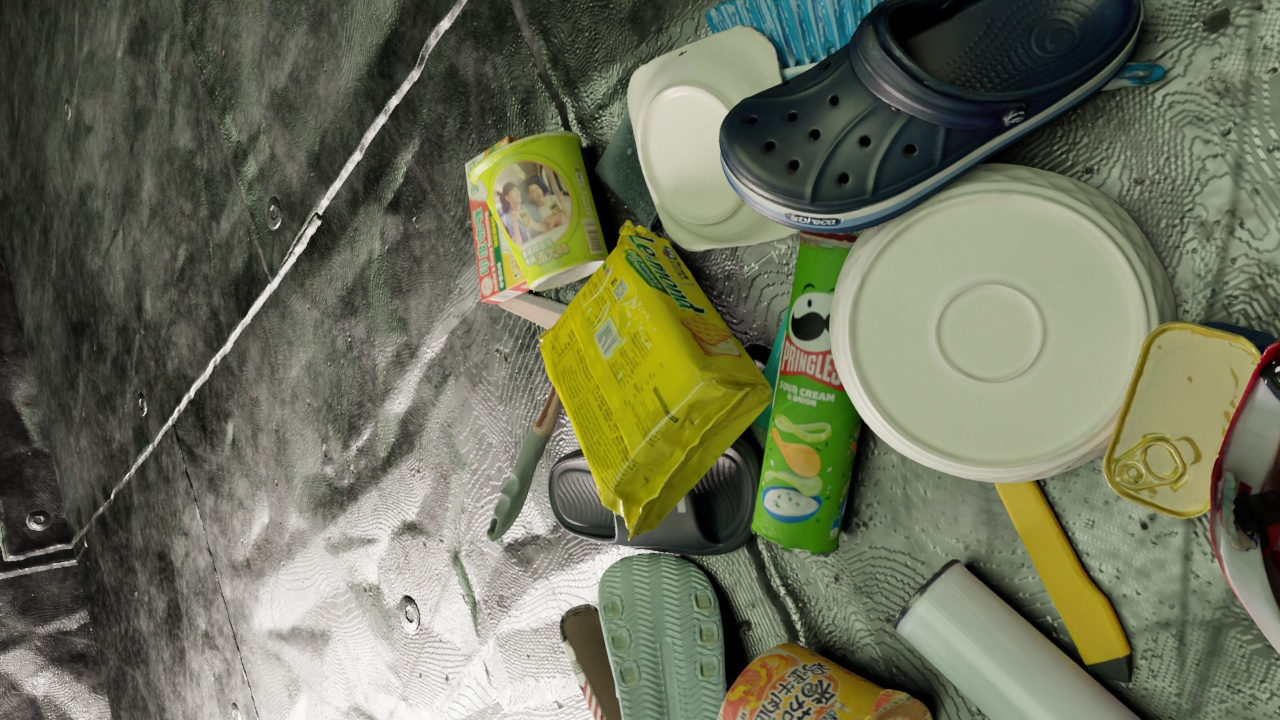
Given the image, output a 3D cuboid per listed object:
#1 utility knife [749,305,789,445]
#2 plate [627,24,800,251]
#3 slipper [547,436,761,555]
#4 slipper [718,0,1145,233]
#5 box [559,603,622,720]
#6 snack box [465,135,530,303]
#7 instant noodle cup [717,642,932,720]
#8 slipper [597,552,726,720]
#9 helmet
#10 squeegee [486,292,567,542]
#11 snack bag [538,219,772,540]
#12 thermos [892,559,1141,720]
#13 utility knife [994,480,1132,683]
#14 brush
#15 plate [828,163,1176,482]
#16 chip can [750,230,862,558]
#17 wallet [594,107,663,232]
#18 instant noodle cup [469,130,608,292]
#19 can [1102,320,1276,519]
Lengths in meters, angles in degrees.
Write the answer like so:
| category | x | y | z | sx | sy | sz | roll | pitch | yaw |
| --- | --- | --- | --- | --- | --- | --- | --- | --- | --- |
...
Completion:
| category | x | y | z | sx | sy | sz | roll | pitch | yaw |
| --- | --- | --- | --- | --- | --- | --- | --- | --- | --- |
| utility knife | 0.122 | -0.016 | 0.731 | 0.029 | 0.013 | 0.183 | 33 | 117 | 33 |
| plate | 0.050 | -0.164 | 0.723 | 0.164 | 0.034 | 0.164 | -4 | 110 | 47 |
| slipper | -0.009 | 0.126 | 0.823 | 0.269 | 0.083 | 0.110 | -10 | 89 | 45 |
| slipper | 0.164 | -0.159 | 0.535 | 0.253 | 0.095 | 0.105 | -22 | 66 | 14 |
| box | -0.005 | 0.287 | 0.842 | 0.087 | 0.075 | 0.162 | -40 | 66 | 25 |
| snack box | -0.141 | -0.144 | 0.947 | 0.077 | 0.027 | 0.155 | -19 | 75 | 42 |
| instant noodle cup | 0.131 | 0.284 | 0.679 | 0.110 | 0.137 | 0.138 | 26 | 112 | 48 |
| slipper | 0.027 | 0.279 | 0.779 | 0.074 | 0.104 | 0.245 | 78 | -177 | -55 |
| helmet | 0.385 | 0.055 | 0.406 | 0.207 | 0.143 | 0.240 | 30 | 100 | 34 |
| squeegee | -0.103 | 0.065 | 0.917 | 0.248 | 0.040 | 0.249 | 21 | 93 | 44 |
| snack bag | -0.004 | 0.004 | 0.752 | 0.158 | 0.068 | 0.246 | -50 | 43 | 21 |
| thermos | 0.268 | 0.229 | 0.584 | 0.224 | 0.073 | 0.073 | 43 | 121 | 31 |
| utility knife | 0.267 | 0.114 | 0.604 | 0.033 | 0.015 | 0.202 | -35 | 71 | 41 |
| brush | 0.183 | -0.221 | 0.631 | 0.315 | 0.060 | 0.109 | 2 | 101 | 41 |
| plate | 0.218 | -0.019 | 0.574 | 0.205 | 0.045 | 0.205 | 3 | 99 | 22 |
| chip can | 0.134 | 0.025 | 0.684 | 0.072 | 0.072 | 0.236 | 20 | 108 | 41 |
| wallet | 0.013 | -0.190 | 0.814 | 0.097 | 0.019 | 0.121 | 50 | 123 | 29 |
| instant noodle cup | -0.087 | -0.134 | 0.859 | 0.112 | 0.111 | 0.123 | -23 | 86 | 42 |
| can | 0.310 | 0.029 | 0.509 | 0.057 | 0.083 | 0.102 | 23 | 110 | 40 |
